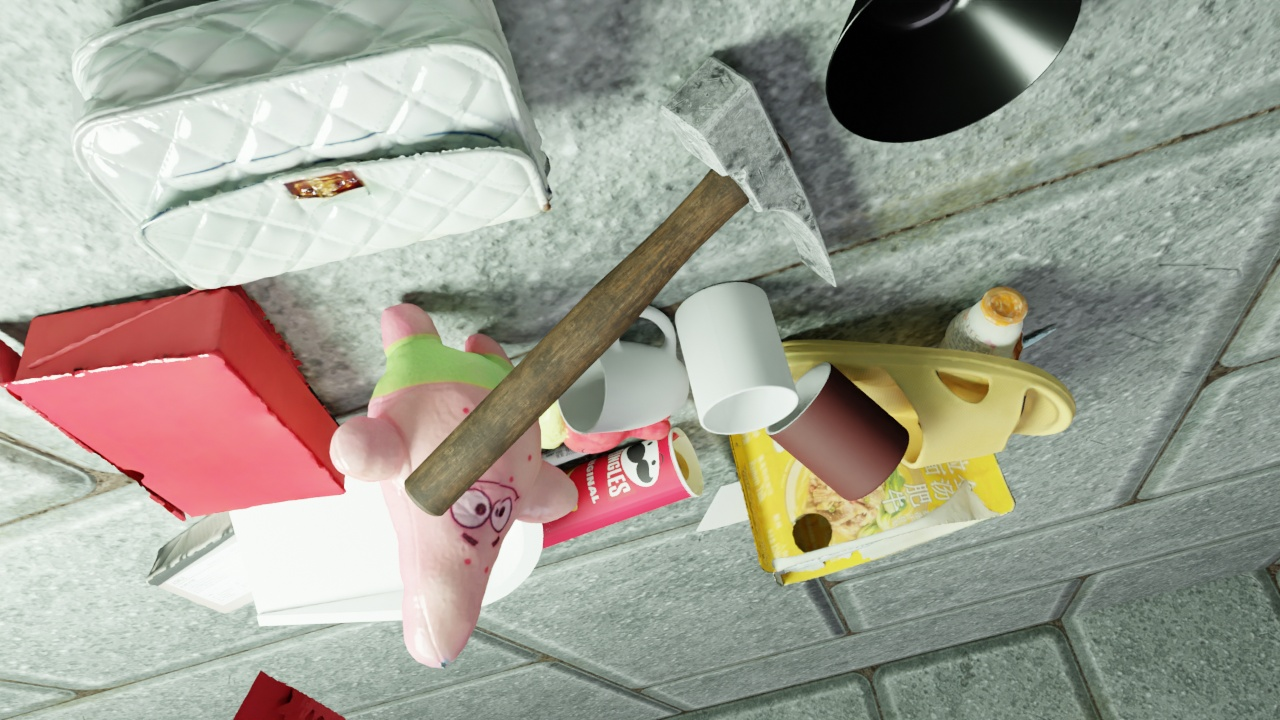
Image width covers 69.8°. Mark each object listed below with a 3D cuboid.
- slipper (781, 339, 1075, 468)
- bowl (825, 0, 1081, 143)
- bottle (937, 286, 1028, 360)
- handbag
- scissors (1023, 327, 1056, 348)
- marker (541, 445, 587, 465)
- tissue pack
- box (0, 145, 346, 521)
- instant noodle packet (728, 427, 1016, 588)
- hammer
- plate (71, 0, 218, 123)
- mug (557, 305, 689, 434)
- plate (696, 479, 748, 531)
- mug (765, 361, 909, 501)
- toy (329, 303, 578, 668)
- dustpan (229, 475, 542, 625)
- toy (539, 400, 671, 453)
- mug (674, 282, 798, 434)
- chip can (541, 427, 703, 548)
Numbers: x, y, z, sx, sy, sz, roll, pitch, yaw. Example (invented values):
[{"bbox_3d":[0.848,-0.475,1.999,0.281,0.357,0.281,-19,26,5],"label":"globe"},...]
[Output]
[{"bbox_3d":[0.225,0.041,0.761,0.263,0.078,0.100,8,148,8],"label":"slipper"},{"bbox_3d":[0.146,-0.172,0.457,0.124,0.052,0.124,-9,151,-5],"label":"bowl"},{"bbox_3d":[0.290,-0.019,0.772,0.063,0.063,0.109,-11,152,-3],"label":"bottle"},{"bbox_3d":[-0.146,-0.097,0.429,0.195,0.072,0.139,-13,152,2],"label":"handbag"},{"bbox_3d":[0.320,0.016,0.898,0.176,0.013,0.170,-19,151,12],"label":"scissors"},{"bbox_3d":[-0.101,0.100,0.879,0.147,0.017,0.017,-21,150,16],"label":"marker"},{"bbox_3d":[-0.373,0.178,0.877,0.182,0.071,0.104,-32,130,27],"label":"tissue pack"},{"bbox_3d":[-0.382,-0.032,0.690,0.148,0.374,0.213,-39,151,-16],"label":"box"},{"bbox_3d":[0.202,0.093,0.836,0.222,0.162,0.084,-21,149,14],"label":"instant noodle packet"},{"bbox_3d":[-0.010,-0.009,0.570,0.300,0.037,0.217,-45,146,1],"label":"hammer"},{"bbox_3d":[-0.186,-0.116,0.469,0.178,0.012,0.179,-9,151,-5],"label":"plate"},{"bbox_3d":[-0.004,0.004,0.711,0.089,0.071,0.107,-1,122,-36],"label":"mug"},{"bbox_3d":[0.137,0.137,0.983,0.174,0.036,0.174,-18,173,-3],"label":"plate"},{"bbox_3d":[0.149,0.055,0.725,0.073,0.082,0.106,-51,-173,-6],"label":"mug"},{"bbox_3d":[-0.125,0.080,0.610,0.097,0.236,0.191,-17,154,40],"label":"toy"},{"bbox_3d":[-0.217,0.153,0.800,0.257,0.053,0.192,-7,121,-12],"label":"dustpan"},{"bbox_3d":[-0.039,0.052,0.788,0.135,0.045,0.092,0,151,-10],"label":"toy"},{"bbox_3d":[0.076,0.007,0.706,0.074,0.090,0.110,-17,151,8],"label":"mug"},{"bbox_3d":[-0.052,0.135,0.907,0.221,0.069,0.069,-22,150,17],"label":"chip can"}]
